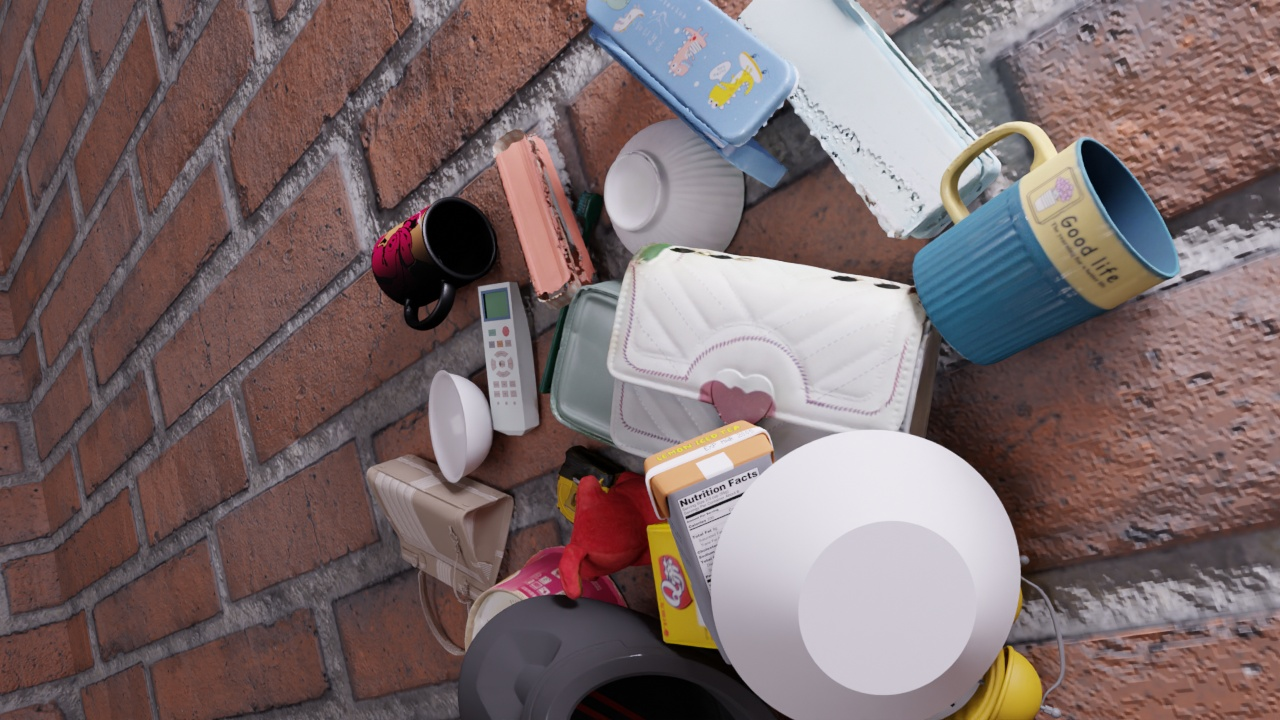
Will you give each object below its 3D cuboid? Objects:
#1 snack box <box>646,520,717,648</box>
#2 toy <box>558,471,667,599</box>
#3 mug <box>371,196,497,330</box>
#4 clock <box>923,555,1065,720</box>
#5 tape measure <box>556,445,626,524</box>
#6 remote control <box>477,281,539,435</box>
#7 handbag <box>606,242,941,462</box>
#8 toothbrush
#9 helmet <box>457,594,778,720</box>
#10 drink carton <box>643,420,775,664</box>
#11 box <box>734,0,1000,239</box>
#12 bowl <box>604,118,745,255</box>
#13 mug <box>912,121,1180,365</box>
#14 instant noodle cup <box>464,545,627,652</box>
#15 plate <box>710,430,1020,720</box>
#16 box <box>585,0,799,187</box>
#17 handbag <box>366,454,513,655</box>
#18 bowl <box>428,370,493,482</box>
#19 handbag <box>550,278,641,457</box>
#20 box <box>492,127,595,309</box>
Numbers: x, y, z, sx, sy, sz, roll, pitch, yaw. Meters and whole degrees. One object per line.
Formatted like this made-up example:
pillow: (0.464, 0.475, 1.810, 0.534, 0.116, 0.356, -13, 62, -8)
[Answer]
snack box: (0.067, 0.145, 0.641, 0.061, 0.105, 0.083, -13, 85, 46)
toy: (-0.008, 0.134, 0.704, 0.094, 0.132, 0.088, 7, 111, 34)
mug: (-0.201, -0.087, 0.887, 0.098, 0.081, 0.118, -18, 64, 44)
clock: (0.173, 0.174, 0.556, 0.152, 0.052, 0.113, -12, 86, 16)
tape measure: (-0.045, 0.115, 0.794, 0.066, 0.037, 0.064, 26, 111, 40)
remote control: (-0.122, -0.001, 0.866, 0.050, 0.024, 0.143, -3, 94, 45)
handbag: (0.083, 0.007, 0.586, 0.199, 0.096, 0.142, 12, 107, 28)
toothbrush: (-0.065, -0.058, 0.811, 0.017, 0.016, 0.190, 32, 115, 35)
helmet: (-0.010, 0.274, 0.677, 0.265, 0.170, 0.164, 28, 75, 2)
drink carton: (0.055, 0.106, 0.539, 0.048, 0.076, 0.125, -128, 18, -68)
box: (0.142, -0.170, 0.583, 0.083, 0.066, 0.199, -36, 68, 15)
bowl: (0.014, -0.126, 0.694, 0.118, 0.062, 0.118, 6, 98, 44)
mug: (0.207, -0.068, 0.497, 0.108, 0.083, 0.113, -37, 75, 44)
instant noodle cup: (-0.089, 0.264, 0.826, 0.179, 0.077, 0.178, 6, 99, 44)
plate: (0.127, 0.127, 0.492, 0.036, 0.174, 0.174, -114, 24, -83)
box: (0.041, -0.207, 0.648, 0.078, 0.074, 0.209, -50, 53, 17)
handbag: (-0.205, 0.216, 0.963, 0.176, 0.062, 0.198, 13, 111, 43)
bowl: (-0.172, 0.063, 0.905, 0.110, 0.040, 0.110, 16, 109, 58)
handbag: (-0.004, 0.004, 0.721, 0.106, 0.067, 0.122, 23, 111, 24)
box: (-0.076, -0.123, 0.790, 0.058, 0.062, 0.188, -30, 61, 23)
